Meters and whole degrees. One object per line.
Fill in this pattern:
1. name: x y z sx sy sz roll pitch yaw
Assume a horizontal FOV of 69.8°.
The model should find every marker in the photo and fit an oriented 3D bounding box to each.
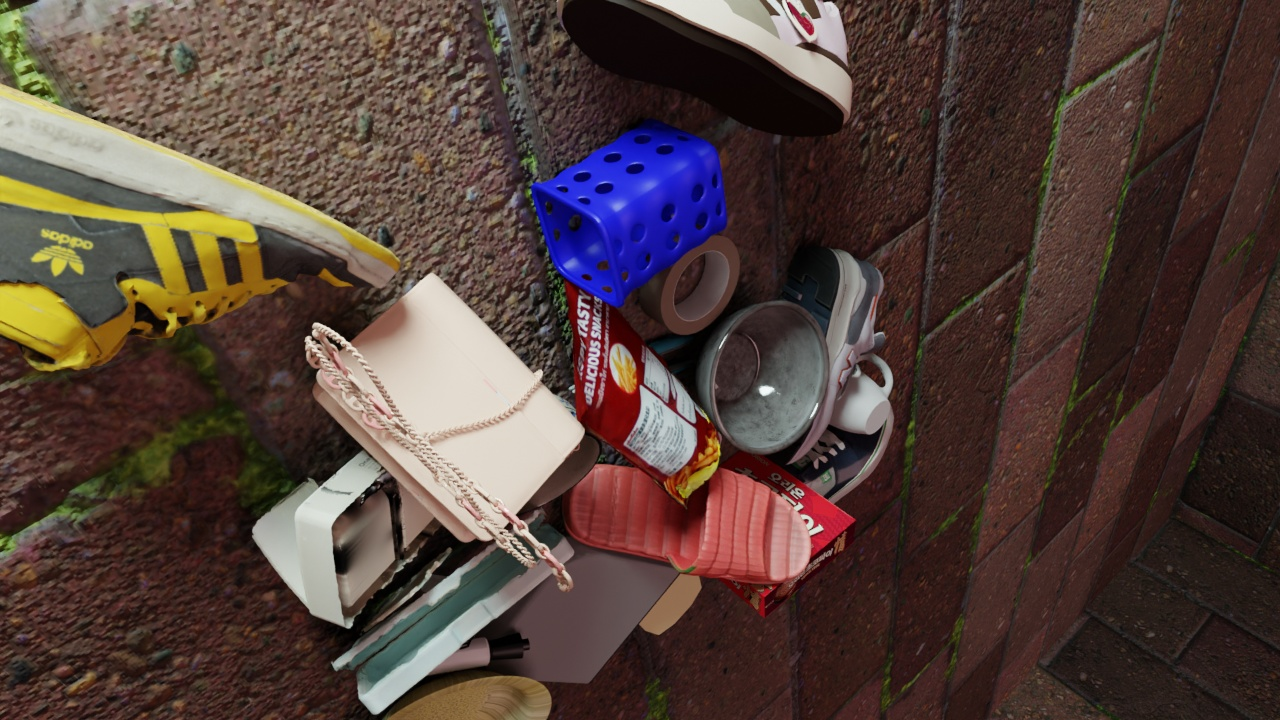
1. marker: -0.159 0.258 0.803 0.125 0.025 0.025 -3 121 -21

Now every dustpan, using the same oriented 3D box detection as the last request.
1. dustpan: -0.094 0.230 0.857 0.257 0.033 0.163 24 109 -46

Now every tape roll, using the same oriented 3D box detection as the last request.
1. tape roll: 0.043 -0.071 0.801 0.093 0.030 0.094 -26 133 -31

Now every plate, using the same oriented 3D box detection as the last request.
1. plate: -0.175 0.331 0.843 0.184 0.036 0.185 -17 137 -17

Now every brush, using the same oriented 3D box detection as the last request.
1. brush: -0.003 0.211 0.948 0.089 0.043 0.229 -45 141 -12

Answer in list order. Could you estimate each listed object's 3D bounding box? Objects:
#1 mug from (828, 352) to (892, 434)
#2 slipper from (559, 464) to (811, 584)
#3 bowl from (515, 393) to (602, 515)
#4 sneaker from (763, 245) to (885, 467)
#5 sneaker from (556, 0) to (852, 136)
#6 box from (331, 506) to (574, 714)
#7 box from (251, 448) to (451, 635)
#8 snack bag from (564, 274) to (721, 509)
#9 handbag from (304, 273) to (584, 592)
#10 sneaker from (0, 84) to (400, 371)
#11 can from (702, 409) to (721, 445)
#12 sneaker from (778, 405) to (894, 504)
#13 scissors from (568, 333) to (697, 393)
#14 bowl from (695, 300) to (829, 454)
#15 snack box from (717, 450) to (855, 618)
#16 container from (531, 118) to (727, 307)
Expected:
1. mug: 0.243 0.032 1.035 0.107 0.089 0.071 -37 138 -21
2. slipper: 0.052 0.146 0.845 0.248 0.059 0.103 15 73 -14
3. bowl: -0.095 0.068 0.722 0.115 0.059 0.116 -24 152 -14
4. sneaker: 0.200 -0.005 0.965 0.124 0.089 0.240 -9 120 -39
5. sneaker: 0.066 -0.251 0.652 0.293 0.112 0.116 5 92 -46
6. box: -0.146 0.197 0.741 0.198 0.072 0.086 -37 159 -13
7. box: -0.202 0.139 0.668 0.143 0.081 0.182 -49 147 -58
8. snack bag: 0.000 0.029 0.749 0.067 0.138 0.208 -14 144 21
9. handbag: -0.092 0.029 0.562 0.199 0.188 0.116 47 65 -8
10. sneaker: -0.244 -0.045 0.477 0.238 0.086 0.122 21 95 -47
11. can: 0.046 0.099 0.909 0.053 0.054 0.097 -10 124 -42
12. sneaker: 0.203 0.119 1.065 0.235 0.084 0.079 -45 140 -6
13. scissors: -0.002 -0.001 0.815 0.135 0.019 0.130 -57 138 -8
14. bowl: 0.105 0.011 0.876 0.144 0.067 0.145 -7 103 -32
15. snack box: 0.121 0.173 0.960 0.132 0.152 0.036 -32 136 -26
16. container: -0.005 -0.112 0.679 0.113 0.085 0.084 -37 138 -23
